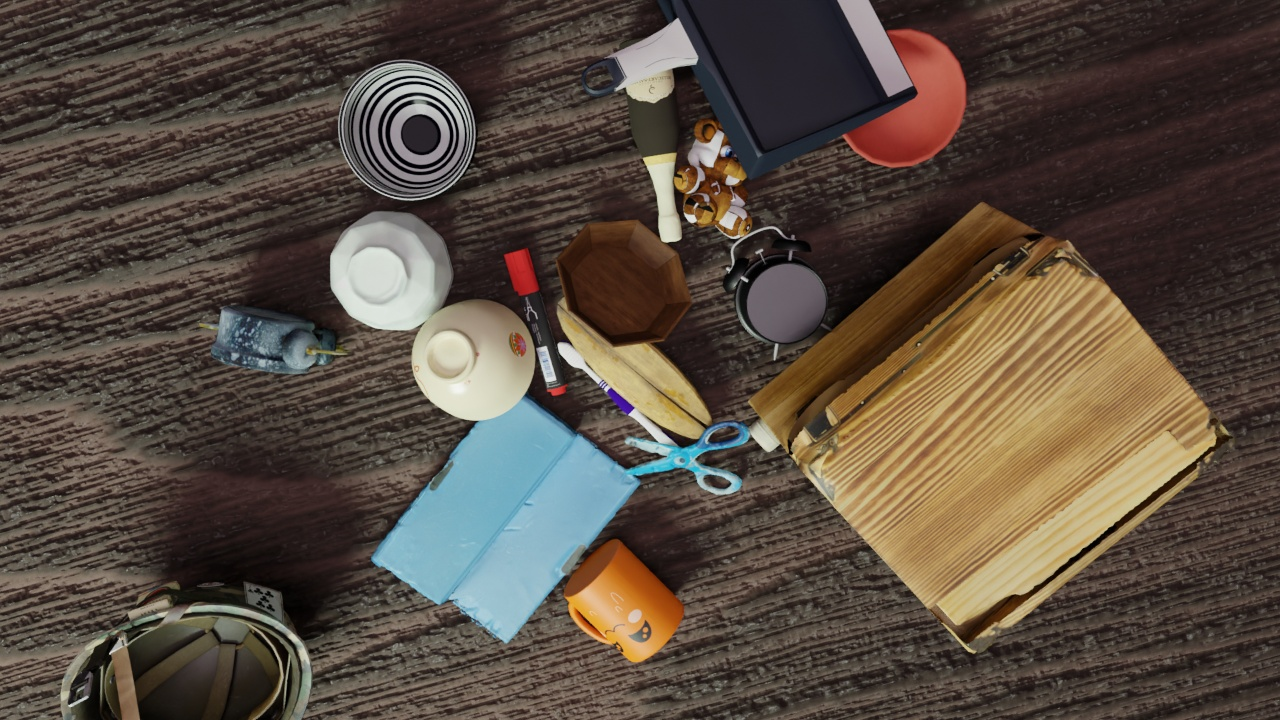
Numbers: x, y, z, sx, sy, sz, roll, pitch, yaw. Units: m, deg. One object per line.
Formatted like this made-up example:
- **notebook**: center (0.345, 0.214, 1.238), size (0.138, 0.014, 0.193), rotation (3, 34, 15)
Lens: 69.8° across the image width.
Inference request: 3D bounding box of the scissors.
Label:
- **scissors**: center (0.050, 0.089, 0.897), size (0.137, 0.012, 0.128), rotation (21, 129, -14)

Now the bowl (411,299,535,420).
- **bowl**: center (-0.165, -0.002, 0.856), size (0.118, 0.074, 0.118), rotation (0, 88, 10)

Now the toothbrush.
- **toothbrush**: center (-0.013, 0.045, 0.914), size (0.186, 0.016, 0.015), rotation (43, 97, -11)

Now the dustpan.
- **dustpan**: center (0.076, -0.282, 0.785), size (0.273, 0.080, 0.236), rotation (-26, 87, -1)

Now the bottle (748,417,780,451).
- **bottle**: center (0.177, 0.023, 0.892), size (0.167, 0.059, 0.059), rotation (-42, 99, 7)

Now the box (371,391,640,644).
- **box**: center (-0.134, 0.159, 0.927), size (0.174, 0.033, 0.232), rotation (37, 97, -9)

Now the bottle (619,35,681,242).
- **bottle**: center (0.016, -0.202, 0.852), size (0.045, 0.045, 0.184), rotation (-9, 101, 0)

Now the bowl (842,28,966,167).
- **bowl**: center (0.237, -0.242, 0.854), size (0.122, 0.035, 0.122), rotation (0, 101, -1)

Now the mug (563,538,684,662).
- **mug**: center (-0.027, 0.249, 0.930), size (0.096, 0.077, 0.113), rotation (46, 127, -9)

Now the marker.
- **marker**: center (-0.101, -0.036, 0.893), size (0.023, 0.021, 0.145), rotation (-20, 102, -21)

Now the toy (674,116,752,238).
- **toy**: center (0.073, -0.177, 0.847), size (0.087, 0.067, 0.113), rotation (10, 101, -41)

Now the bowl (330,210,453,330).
- **bowl**: center (-0.240, -0.082, 0.862), size (0.117, 0.061, 0.117), rotation (0, 101, 0)

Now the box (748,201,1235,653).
- **box**: center (0.285, 0.051, 0.783), size (0.279, 0.220, 0.258), rotation (-41, 121, 8)

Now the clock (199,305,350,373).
- **clock**: center (-0.338, -0.016, 0.859), size (0.129, 0.090, 0.052), rotation (13, 94, 0)

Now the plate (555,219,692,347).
- **plate**: center (-0.018, -0.070, 0.860), size (0.131, 0.025, 0.131), rotation (7, 69, -18)

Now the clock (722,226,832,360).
- **clock**: center (0.131, -0.068, 0.881), size (0.091, 0.042, 0.121), rotation (-25, 100, 4)

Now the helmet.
- **helmet**: center (-0.411, 0.304, 0.841), size (0.224, 0.235, 0.193), rotation (-22, 106, 13)

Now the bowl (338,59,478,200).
- **bowl**: center (-0.205, -0.207, 0.835), size (0.120, 0.066, 0.120), rotation (0, 101, -1)

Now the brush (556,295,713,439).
- **brush**: center (-0.005, 0.005, 0.892), size (0.195, 0.043, 0.059), rotation (42, 98, -9)
